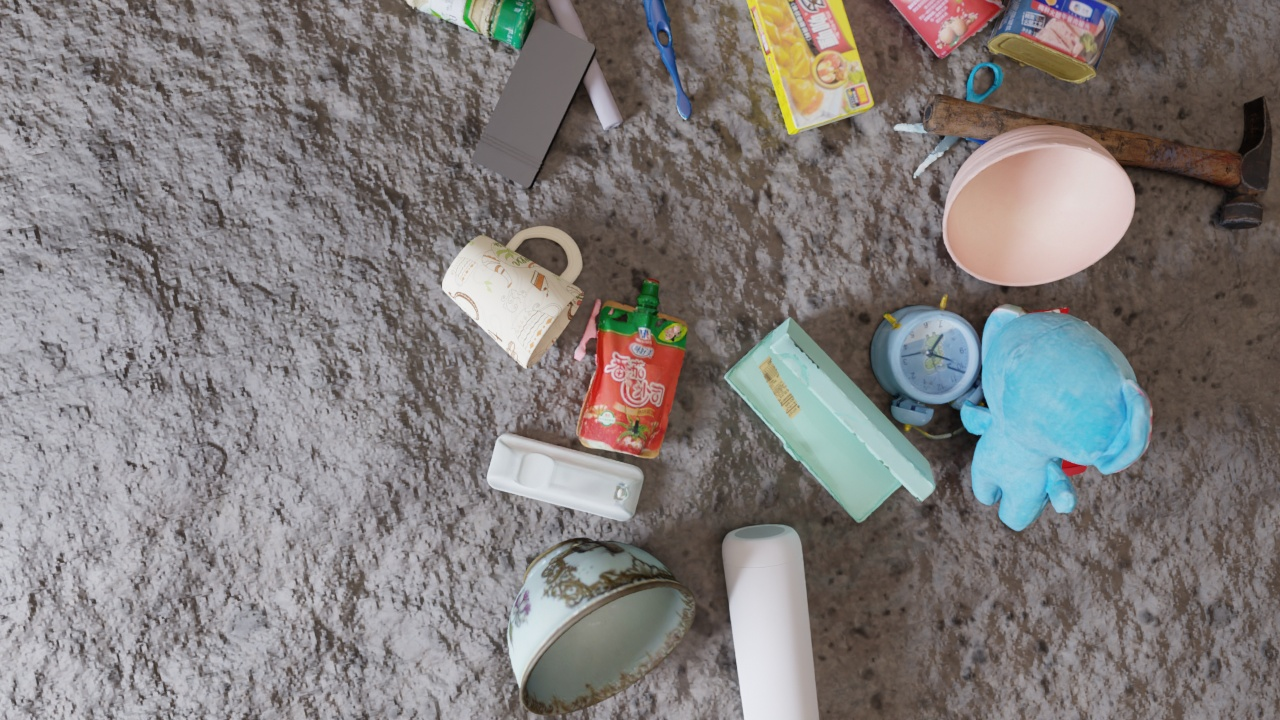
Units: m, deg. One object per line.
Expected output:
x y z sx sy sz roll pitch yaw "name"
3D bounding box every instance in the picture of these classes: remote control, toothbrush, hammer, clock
-0.065 0.103 0.801 0.133 0.022 0.050 15 90 -5 "remote control"
-0.061 -0.291 0.799 0.019 0.018 0.188 -24 93 -2 "toothbrush"
0.414 -0.203 0.827 0.330 0.033 0.120 8 86 -8 "hammer"
0.258 0.008 0.814 0.088 0.051 0.124 -16 96 -5 "clock"
0.023 -0.276 0.809 0.021 0.016 0.132 -16 89 -5 "toothbrush"
-0.091 -0.220 0.789 0.058 0.013 0.133 27 96 0 "remote control"

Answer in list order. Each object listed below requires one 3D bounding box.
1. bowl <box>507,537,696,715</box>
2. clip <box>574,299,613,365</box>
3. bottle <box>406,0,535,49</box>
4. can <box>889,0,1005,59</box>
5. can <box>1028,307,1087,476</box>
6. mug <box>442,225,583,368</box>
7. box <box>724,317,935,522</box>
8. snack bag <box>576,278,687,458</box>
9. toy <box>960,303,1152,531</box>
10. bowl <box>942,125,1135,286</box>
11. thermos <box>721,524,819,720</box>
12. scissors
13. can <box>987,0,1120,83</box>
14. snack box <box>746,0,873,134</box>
-0.045 0.204 0.759 0.160 0.160 0.094 -35 53 -4 "bowl"
-0.034 -0.022 0.804 0.043 0.023 0.060 36 89 -8 "clip"
-0.146 -0.304 0.780 0.110 0.043 0.042 20 89 -4 "bottle"
0.251 -0.331 0.801 0.066 0.067 0.124 -42 94 -3 "can"
0.353 0.028 0.810 0.074 0.074 0.142 -8 91 -5 "can"
-0.099 -0.069 0.780 0.097 0.081 0.121 37 66 3 "mug"
0.160 0.061 0.807 0.188 0.077 0.092 46 111 -4 "box"
-0.005 0.005 0.799 0.087 0.044 0.155 14 85 -24 "snack bag"
0.325 0.050 0.726 0.114 0.183 0.181 -5 120 -19 "toy"
0.334 -0.143 0.789 0.153 0.153 0.076 11 49 -5 "bowl"
0.132 0.260 0.802 0.101 0.069 0.230 -8 92 -18 "thermos"
0.299 -0.204 0.833 0.130 0.014 0.117 -44 95 -3 "scissors"
0.366 -0.295 0.818 0.100 0.054 0.059 21 91 -4 "can"
0.147 -0.285 0.813 0.075 0.025 0.152 -18 92 -4 "snack box"
